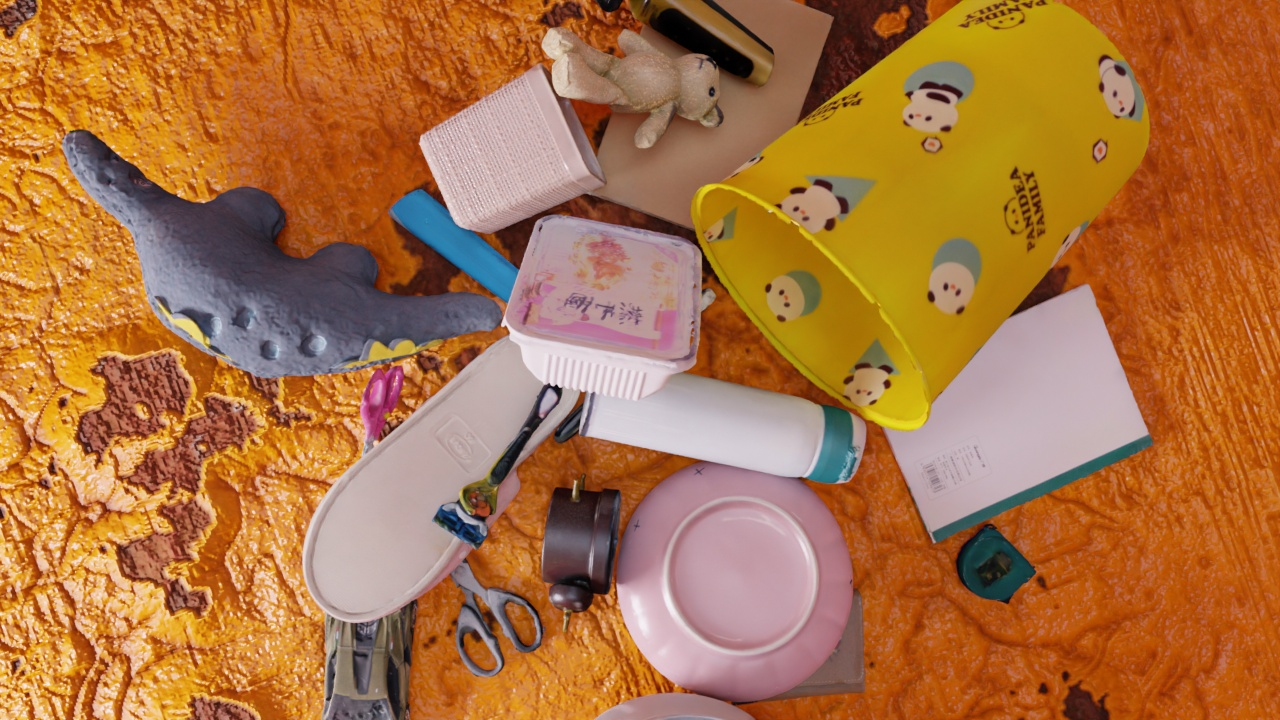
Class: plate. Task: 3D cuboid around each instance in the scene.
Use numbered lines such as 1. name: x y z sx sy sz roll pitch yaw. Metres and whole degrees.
1. plate: 0.077 0.170 0.725 0.192 0.039 0.192 1 75 -2

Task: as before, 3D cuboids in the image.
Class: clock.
1. clock: -0.047 0.152 0.721 0.055 0.082 0.122 7 88 2

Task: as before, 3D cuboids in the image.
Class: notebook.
1. notebook: 0.058 -0.213 0.764 0.149 0.012 0.211 19 89 -3
2. notebook: 0.311 0.045 0.773 0.209 0.012 0.150 -23 91 -3

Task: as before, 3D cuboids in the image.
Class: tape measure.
1. tape measure: 0.294 0.173 0.765 0.054 0.025 0.058 -44 91 -3

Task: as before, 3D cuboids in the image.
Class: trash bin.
1. trash bin: 0.206 -0.117 0.672 0.255 0.230 0.229 -42 91 -8

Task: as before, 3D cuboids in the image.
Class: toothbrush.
1. toothbrush: -0.004 0.004 0.758 0.181 0.018 0.015 -43 99 -1

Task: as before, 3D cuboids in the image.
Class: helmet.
1. helmet: 0.021 0.366 0.691 0.229 0.146 0.259 1 99 -2

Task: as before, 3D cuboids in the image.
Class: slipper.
1. slipper: -0.154 0.087 0.728 0.114 0.054 0.274 42 76 -5

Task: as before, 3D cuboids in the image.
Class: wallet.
1. wallet: 0.127 0.235 0.755 0.115 0.033 0.090 -2 88 -6

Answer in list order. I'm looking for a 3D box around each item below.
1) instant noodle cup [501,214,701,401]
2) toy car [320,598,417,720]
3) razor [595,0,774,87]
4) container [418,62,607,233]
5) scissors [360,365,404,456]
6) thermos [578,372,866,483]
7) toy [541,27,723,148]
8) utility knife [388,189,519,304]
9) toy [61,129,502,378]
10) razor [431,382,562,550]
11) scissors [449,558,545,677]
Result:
1. instant noodle cup: -0.026 -0.037 0.695 0.138 0.173 0.060 11 129 -3
2. toy car: -0.217 0.248 0.734 0.070 0.042 0.158 1 92 -2
3. razor: 0.033 -0.273 0.732 0.167 0.062 0.067 31 55 -8
4. container: -0.099 -0.158 0.712 0.111 0.090 0.090 -24 90 9
5. scissors: -0.217 0.068 0.730 0.017 0.064 0.135 19 97 9
6. thermos: 0.067 0.048 0.728 0.224 0.073 0.073 12 89 -5
7. toy: -0.003 -0.217 0.699 0.157 0.066 0.105 0 64 -36
8. utility knife: -0.117 -0.069 0.751 0.202 0.018 0.034 39 100 -2
9. toy: -0.292 -0.062 0.708 0.356 0.091 0.137 25 76 -4
10. razor: -0.101 0.074 0.703 0.042 0.022 0.142 36 74 -9
11. scissors: -0.153 0.179 0.750 0.173 0.014 0.142 23 87 -2
